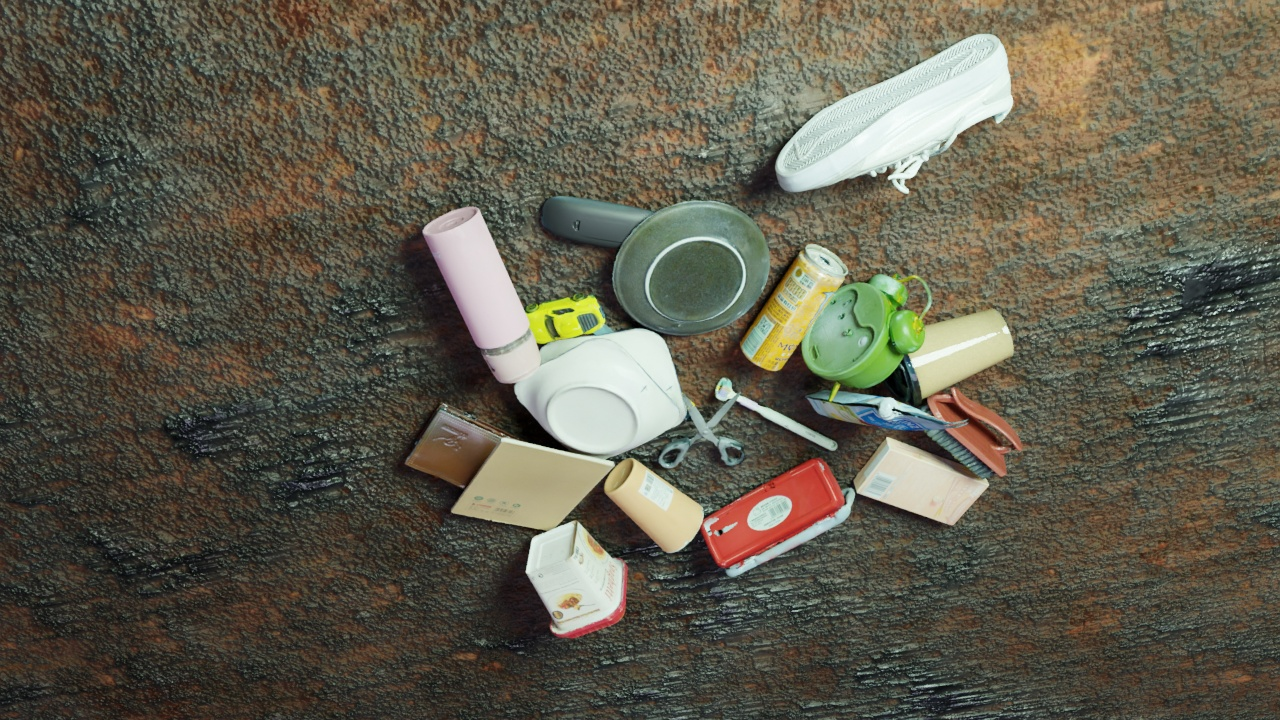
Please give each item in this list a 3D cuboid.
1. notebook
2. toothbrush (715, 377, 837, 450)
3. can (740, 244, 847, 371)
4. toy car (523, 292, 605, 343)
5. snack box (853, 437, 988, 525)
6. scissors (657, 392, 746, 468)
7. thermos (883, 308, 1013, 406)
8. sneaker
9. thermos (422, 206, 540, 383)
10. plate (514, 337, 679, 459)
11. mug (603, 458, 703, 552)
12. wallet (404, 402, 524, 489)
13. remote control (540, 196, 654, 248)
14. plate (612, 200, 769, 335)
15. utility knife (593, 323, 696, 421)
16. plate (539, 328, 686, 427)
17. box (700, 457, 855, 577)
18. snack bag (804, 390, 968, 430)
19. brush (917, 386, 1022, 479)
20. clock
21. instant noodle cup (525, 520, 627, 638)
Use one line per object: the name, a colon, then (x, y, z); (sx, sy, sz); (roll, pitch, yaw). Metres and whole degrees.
notebook: (-0.143, 0.165, 1.180); (0.147, 0.008, 0.208); (15, 141, -22)
toothbrush: (0.175, 0.073, 1.160); (0.189, 0.029, 0.020); (27, 163, -20)
can: (0.172, -0.058, 1.042); (0.058, 0.058, 0.146); (21, 123, -15)
toy car: (-0.093, -0.044, 1.058); (0.105, 0.032, 0.048); (-10, 125, 20)
snack box: (0.373, 0.163, 1.222); (0.157, 0.026, 0.085); (20, 123, -15)
scissors: (0.084, 0.092, 1.149); (0.159, 0.014, 0.182); (22, 136, -31)
thermos: (0.351, -0.008, 1.068); (0.143, 0.093, 0.093); (-21, 124, 3)
sneaker: (0.253, -0.223, 0.914); (0.242, 0.089, 0.091); (-28, 126, 10)
thermos: (-0.175, -0.070, 1.023); (0.067, 0.087, 0.199); (-33, 122, -18)
plate: (-0.054, 0.059, 1.083); (0.164, 0.034, 0.164); (-28, 120, 28)
mug: (0.015, 0.187, 1.207); (0.078, 0.078, 0.123); (-38, 114, 23)
wallet: (-0.225, 0.116, 1.178); (0.124, 0.032, 0.101); (27, 118, -20)
remote control: (-0.040, -0.146, 0.996); (0.136, 0.024, 0.053); (8, 126, -6)
plate: (0.059, -0.094, 1.021); (0.179, 0.024, 0.180); (-5, 130, -6)
utility knife: (-0.007, 0.006, 1.111); (0.033, 0.015, 0.223); (-36, 117, 21)
plate: (-0.034, 0.040, 1.110); (0.164, 0.034, 0.164); (-8, 127, 15)
box: (0.191, 0.214, 1.241); (0.202, 0.095, 0.100); (-34, 158, 22)
snack bag: (0.275, 0.058, 1.055); (0.110, 0.191, 0.039); (20, 86, -16)
brush: (0.410, 0.084, 1.145); (0.146, 0.063, 0.069); (36, 129, -21)
clock: (0.255, -0.034, 1.028); (0.056, 0.116, 0.162); (29, 124, -33)
instant noodle cup: (-0.091, 0.297, 1.261); (0.117, 0.116, 0.124); (-24, 117, 15)
